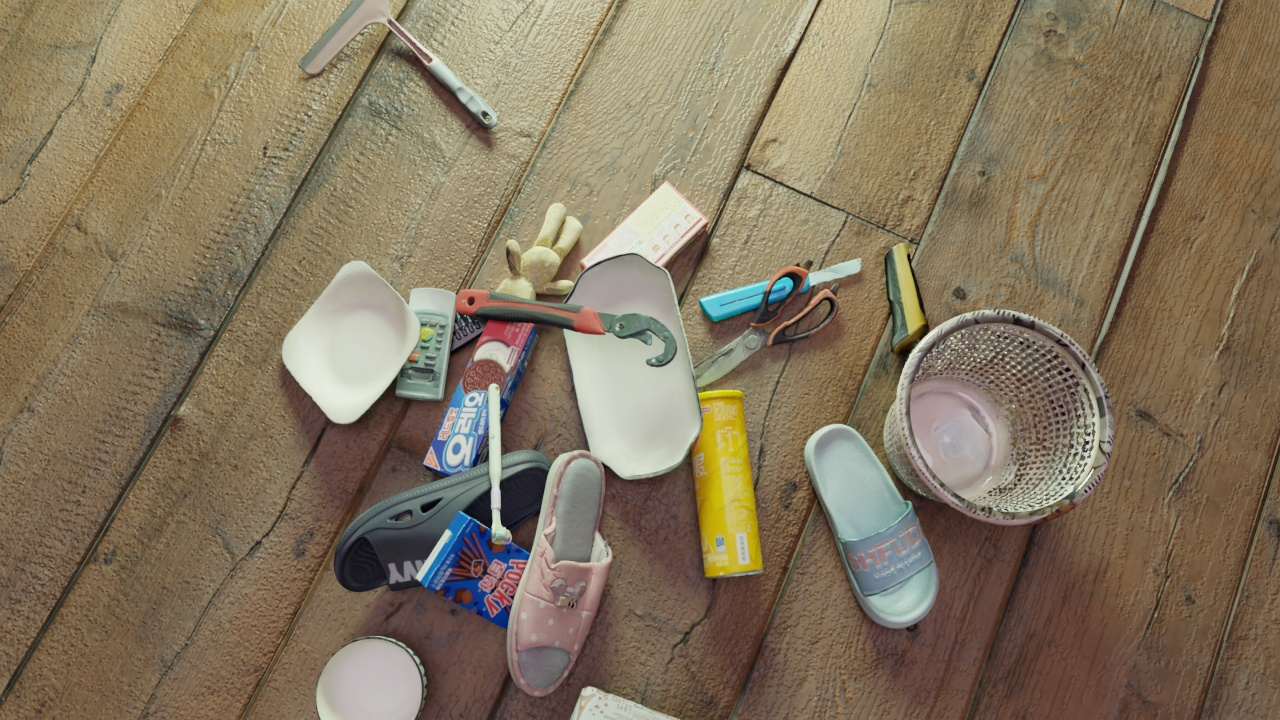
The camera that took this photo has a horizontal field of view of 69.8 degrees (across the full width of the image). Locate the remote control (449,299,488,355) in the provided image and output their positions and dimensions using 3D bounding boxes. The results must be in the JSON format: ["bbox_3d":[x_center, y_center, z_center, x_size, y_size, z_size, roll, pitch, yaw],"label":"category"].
[{"bbox_3d":[-0.242,-0.030,1.122,0.136,0.024,0.053,-30,82,-6],"label":"remote control"}]

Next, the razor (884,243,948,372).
[{"bbox_3d":[0.336,-0.066,1.137,0.068,0.062,0.167,-16,70,27],"label":"razor"}]

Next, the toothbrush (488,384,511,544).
[{"bbox_3d":[-0.158,0.110,1.013,0.020,0.029,0.189,-23,58,25],"label":"toothbrush"}]

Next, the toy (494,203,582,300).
[{"bbox_3d":[-0.126,-0.123,1.134,0.105,0.066,0.157,41,70,-36],"label":"toy"}]

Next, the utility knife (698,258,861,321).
[{"bbox_3d":[0.180,-0.092,1.155,0.216,0.018,0.034,-17,78,-7],"label":"utility knife"}]

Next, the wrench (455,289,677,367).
[{"bbox_3d":[-0.088,-0.046,1.061,0.273,0.016,0.056,14,77,13],"label":"wrench"}]

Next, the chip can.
[{"bbox_3d":[0.098,0.144,1.070,0.072,0.072,0.213,-6,77,-3],"label":"chip can"}]

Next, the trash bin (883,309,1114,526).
[{"bbox_3d":[0.373,0.077,1.031,0.227,0.192,0.227,0,77,-2],"label":"trash bin"}]

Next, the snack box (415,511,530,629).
[{"bbox_3d":[-0.163,0.238,1.011,0.157,0.026,0.084,42,74,-38],"label":"snack box"}]

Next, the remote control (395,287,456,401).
[{"bbox_3d":[-0.255,-0.020,1.096,0.056,0.019,0.135,6,79,1],"label":"remote control"}]

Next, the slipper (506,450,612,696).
[{"bbox_3d":[-0.081,0.234,1.026,0.055,0.114,0.274,-5,65,41],"label":"slipper"}]

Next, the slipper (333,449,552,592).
[{"bbox_3d":[-0.210,0.190,1.021,0.268,0.111,0.083,-25,41,-12],"label":"slipper"}]

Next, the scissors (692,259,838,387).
[{"bbox_3d":[0.143,-0.044,1.134,0.205,0.015,0.196,5,94,-9],"label":"scissors"}]

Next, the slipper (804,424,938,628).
[{"bbox_3d":[0.271,0.186,1.065,0.104,0.074,0.245,-22,77,-8],"label":"slipper"}]

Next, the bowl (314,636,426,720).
[{"bbox_3d":[-0.290,0.362,1.010,0.116,0.066,0.116,0,77,-1],"label":"bowl"}]

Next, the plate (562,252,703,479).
[{"bbox_3d":[-0.006,0.006,1.085,0.162,0.034,0.265,-19,79,28],"label":"plate"}]

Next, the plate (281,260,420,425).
[{"bbox_3d":[-0.337,-0.019,1.091,0.163,0.034,0.164,43,95,25],"label":"plate"}]

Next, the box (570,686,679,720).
[{"bbox_3d":[-0.024,0.489,0.978,0.179,0.125,0.274,21,105,2],"label":"box"}]

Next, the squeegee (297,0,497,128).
[{"bbox_3d":[-0.274,-0.388,1.196,0.249,0.040,0.248,44,95,2],"label":"squeegee"}]

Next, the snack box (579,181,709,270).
[{"bbox_3d":[0.005,-0.147,1.155,0.077,0.027,0.155,44,79,8],"label":"snack box"}]

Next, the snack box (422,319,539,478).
[{"bbox_3d":[-0.186,0.046,1.090,0.058,0.057,0.207,21,78,6],"label":"snack box"}]
